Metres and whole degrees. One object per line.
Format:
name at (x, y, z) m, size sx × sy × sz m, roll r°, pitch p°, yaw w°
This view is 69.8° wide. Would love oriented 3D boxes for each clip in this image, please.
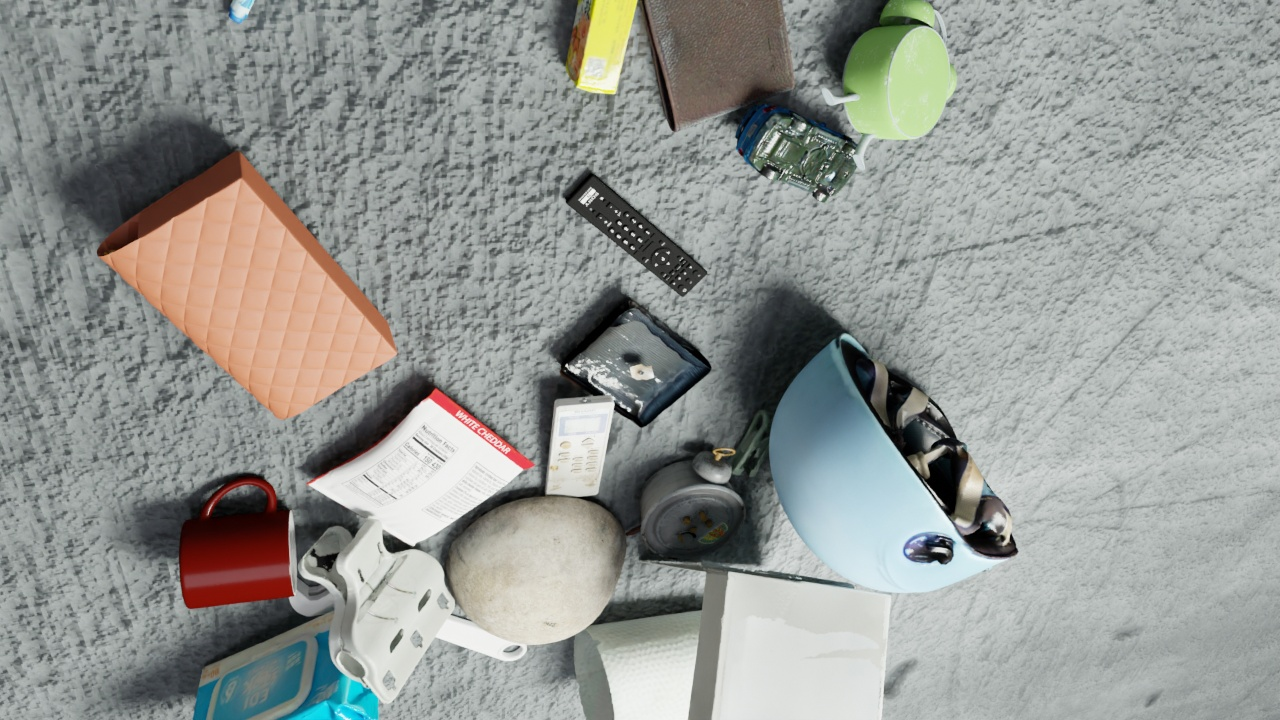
clip at (0.113, 0.080, 0.896) m, size 0.045 × 0.023 × 0.076 m, roll 10°, pitch 123°, yaw -27°
clip at (-0.233, 0.211, 0.814) m, size 0.075 × 0.124 × 0.144 m, roll -20°, pitch 113°, yaw 28°

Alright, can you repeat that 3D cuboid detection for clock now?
clock at (0.194, -0.210, 0.681) m, size 0.119 × 0.043 × 0.094 m, roll -54°, pitch 132°, yaw -15°
clock at (0.053, 0.137, 0.893) m, size 0.103 × 0.056 × 0.148 m, roll 13°, pitch 123°, yaw -23°

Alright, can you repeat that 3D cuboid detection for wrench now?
wrench at (-0.221, 0.257, 0.913) m, size 0.273 × 0.018 × 0.066 m, roll 33°, pitch 110°, yaw -36°

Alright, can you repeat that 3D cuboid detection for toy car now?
toy car at (0.122, -0.163, 0.704) m, size 0.120 × 0.043 × 0.056 m, roll 9°, pitch 123°, yaw -43°

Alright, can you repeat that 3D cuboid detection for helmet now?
helmet at (0.209, 0.104, 0.821) m, size 0.167 × 0.225 × 0.265 m, roll -35°, pitch 130°, yaw 16°

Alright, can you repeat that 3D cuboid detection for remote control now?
remote control at (0.000, -0.097, 0.733) m, size 0.030 × 0.009 × 0.140 m, roll -44°, pitch 127°, yaw 14°
remote control at (-0.056, 0.081, 0.825) m, size 0.050 × 0.011 × 0.136 m, roll -4°, pitch 138°, yaw -14°

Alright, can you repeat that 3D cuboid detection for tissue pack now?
tissue pack at (-0.330, 0.312, 0.839) m, size 0.209 × 0.116 × 0.066 m, roll -26°, pitch 130°, yaw 10°

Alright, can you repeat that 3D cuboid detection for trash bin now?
trash bin at (0.025, 0.337, 0.991) m, size 0.161 × 0.133 × 0.133 m, roll -7°, pitch 127°, yaw -21°

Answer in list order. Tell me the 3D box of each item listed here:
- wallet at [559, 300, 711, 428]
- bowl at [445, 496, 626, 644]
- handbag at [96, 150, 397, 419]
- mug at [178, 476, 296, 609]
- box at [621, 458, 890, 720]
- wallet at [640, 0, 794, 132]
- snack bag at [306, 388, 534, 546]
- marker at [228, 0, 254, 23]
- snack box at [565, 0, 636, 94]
wallet at (-0.005, 0.005, 0.795) m, size 0.089 × 0.026 × 0.115 m, roll -41°, pitch 127°, yaw 16°
bowl at (-0.096, 0.218, 0.882) m, size 0.178 × 0.081 × 0.179 m, roll -8°, pitch 129°, yaw -10°
handbag at (-0.269, -0.046, 0.644) m, size 0.109 × 0.060 × 0.172 m, roll -33°, pitch 132°, yaw -1°
mug at (-0.335, 0.150, 0.767) m, size 0.082 × 0.073 × 0.106 m, roll -3°, pitch 97°, yaw -17°
box at (0.098, 0.232, 0.914) m, size 0.167 × 0.380 × 0.172 m, roll 13°, pitch 106°, yaw -18°
wallet at (0.055, -0.230, 0.644) m, size 0.099 × 0.031 × 0.120 m, roll -22°, pitch 128°, yaw -7°
snack bag at (-0.187, 0.100, 0.793) m, size 0.144 × 0.039 × 0.131 m, roll -34°, pitch 132°, yaw 12°
marker at (-0.209, -0.261, 0.538) m, size 0.013 × 0.013 × 0.142 m, roll 25°, pitch 114°, yaw -32°
snack box at (-0.017, -0.251, 0.594) m, size 0.029 × 0.040 × 0.148 m, roll 3°, pitch 124°, yaw -21°
